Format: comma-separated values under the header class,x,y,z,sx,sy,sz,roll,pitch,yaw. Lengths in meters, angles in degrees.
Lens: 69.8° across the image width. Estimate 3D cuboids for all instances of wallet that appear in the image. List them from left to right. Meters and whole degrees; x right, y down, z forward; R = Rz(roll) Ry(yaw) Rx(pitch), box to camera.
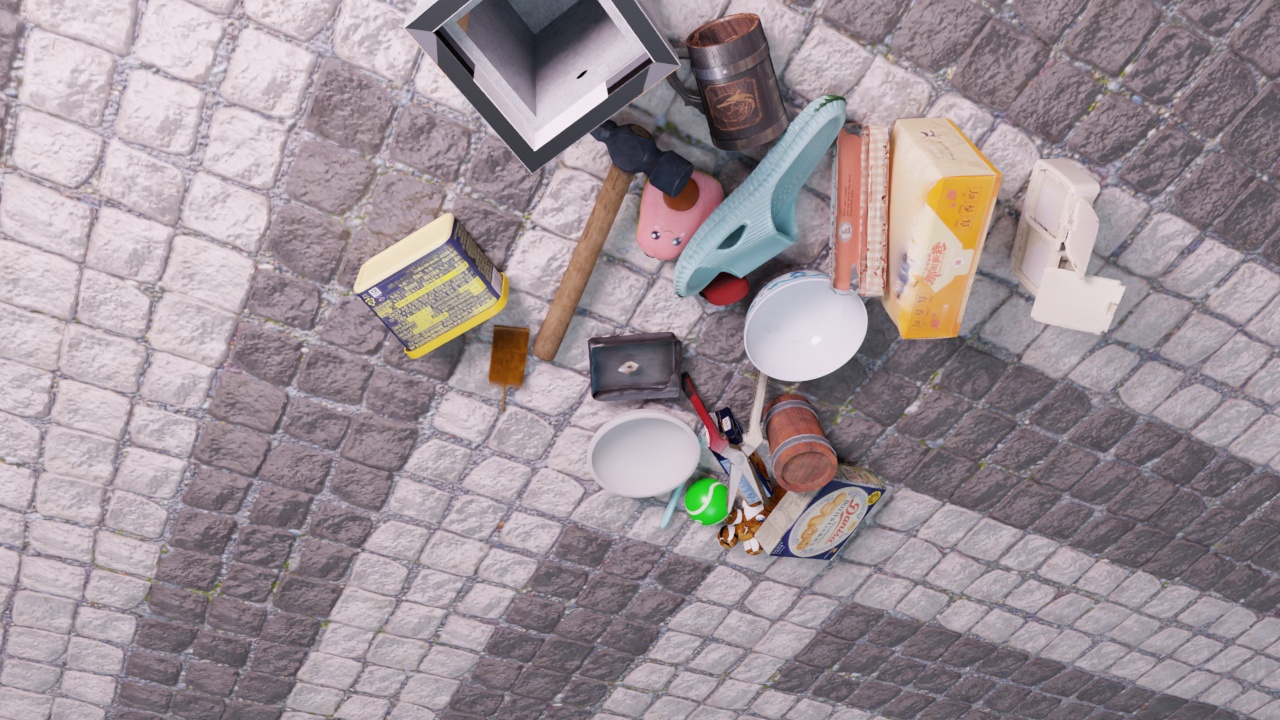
class,x,y,z,sx,sy,sz,roll,pitch,yaw
wallet,-0.007,0.006,1.140,0.115,0.026,0.089,-3,127,-4

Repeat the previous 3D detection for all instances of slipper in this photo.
class,x,y,z,sx,sy,sz,roll,pitch,yaw
slipper,0.134,-0.159,0.981,0.277,0.069,0.115,-50,161,23

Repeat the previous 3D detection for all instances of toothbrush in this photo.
class,x,y,z,sx,sy,sz,roll,pitch,yaw
toothbrush,0.060,0.172,1.281,0.016,0.016,0.181,7,126,-23

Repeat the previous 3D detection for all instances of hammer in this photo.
class,x,y,z,sx,sy,sz,roll,pitch,yaw
hammer,-0.061,-0.118,1.019,0.129,0.040,0.323,35,129,9

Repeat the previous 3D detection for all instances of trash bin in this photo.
class,x,y,z,sx,sy,sz,roll,pitch,yaw
trash bin,-0.080,-0.300,0.759,0.143,0.246,0.142,-32,124,17

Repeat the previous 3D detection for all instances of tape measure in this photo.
class,x,y,z,sx,sy,sz,roll,pitch,yaw
tape measure,0.097,-0.083,1.068,0.059,0.051,0.019,-22,127,9

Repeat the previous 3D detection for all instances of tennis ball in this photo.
class,x,y,z,sx,sy,sz,roll,pitch,yaw
tennis ball,0.094,0.196,1.272,0.065,0.065,0.065,-3,127,-4

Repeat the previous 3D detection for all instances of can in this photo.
class,x,y,z,sx,sy,sz,roll,pitch,yaw
can,-0.231,-0.083,1.018,0.135,0.075,0.104,-27,123,14

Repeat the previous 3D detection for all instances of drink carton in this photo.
class,x,y,z,sx,sy,sz,roll,pitch,yaw
drink carton,0.130,0.128,1.225,0.040,0.064,0.130,-26,125,12

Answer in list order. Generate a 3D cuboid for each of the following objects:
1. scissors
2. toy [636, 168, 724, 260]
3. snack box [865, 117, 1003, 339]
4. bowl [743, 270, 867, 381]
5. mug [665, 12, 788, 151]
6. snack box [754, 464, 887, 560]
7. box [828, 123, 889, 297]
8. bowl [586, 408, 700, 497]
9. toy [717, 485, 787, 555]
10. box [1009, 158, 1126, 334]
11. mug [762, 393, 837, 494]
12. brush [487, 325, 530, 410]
class,x,y,z,sx,sy,sz,roll,pitch,yaw
scissors,0.121,0.082,1.157,0.198,0.015,0.179,42,85,8
toy,0.038,-0.159,1.003,0.090,0.051,0.110,15,123,-14
snack box,0.302,-0.141,0.989,0.080,0.145,0.196,-2,127,-5
bowl,0.187,-0.054,1.086,0.144,0.074,0.144,-3,127,-4
mug,0.079,-0.274,0.914,0.116,0.079,0.107,-1,131,28
snack box,0.252,0.211,1.277,0.144,0.042,0.145,14,118,-40
box,0.234,-0.160,0.981,0.067,0.056,0.187,2,100,18
bowl,0.002,0.114,1.213,0.149,0.043,0.150,-3,127,-4
toy,0.166,0.222,1.302,0.087,0.067,0.113,21,135,-25
box,0.448,-0.126,0.995,0.080,0.180,0.144,-2,120,-4
mug,0.201,0.118,1.196,0.081,0.111,0.118,-2,127,-5
brush,-0.165,0.014,1.133,0.048,0.017,0.127,5,126,-10
